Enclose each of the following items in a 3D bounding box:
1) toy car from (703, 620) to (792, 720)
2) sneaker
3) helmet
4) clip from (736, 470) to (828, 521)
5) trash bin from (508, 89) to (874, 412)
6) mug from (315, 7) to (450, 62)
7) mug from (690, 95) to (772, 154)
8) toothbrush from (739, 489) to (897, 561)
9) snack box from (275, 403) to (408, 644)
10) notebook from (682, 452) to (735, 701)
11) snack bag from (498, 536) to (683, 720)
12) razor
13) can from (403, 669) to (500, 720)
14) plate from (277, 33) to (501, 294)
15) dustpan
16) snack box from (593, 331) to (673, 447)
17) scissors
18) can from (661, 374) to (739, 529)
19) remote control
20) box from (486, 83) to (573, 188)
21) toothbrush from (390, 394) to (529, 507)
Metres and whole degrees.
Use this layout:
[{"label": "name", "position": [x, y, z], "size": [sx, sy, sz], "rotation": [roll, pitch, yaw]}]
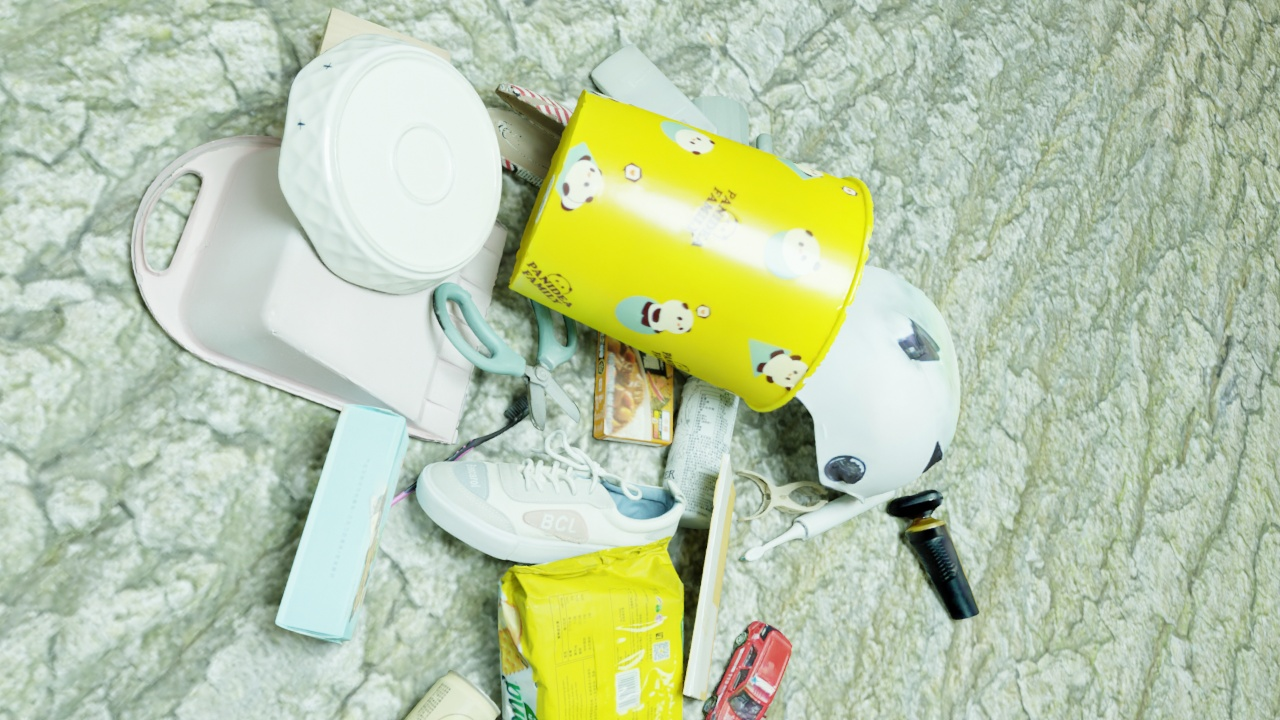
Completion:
[{"label": "toy car", "position": [0.105, 0.310, 0.882], "size": [0.053, 0.045, 0.120], "rotation": [39, 64, -15]}, {"label": "sneaker", "position": [-0.067, 0.118, 0.788], "size": [0.242, 0.089, 0.091], "rotation": [18, 114, -28]}, {"label": "helmet", "position": [0.246, 0.015, 0.929], "size": [0.259, 0.146, 0.228], "rotation": [60, 28, -24]}, {"label": "clip", "position": [0.146, 0.147, 0.953], "size": [0.099, 0.034, 0.066], "rotation": [2, 77, -25]}, {"label": "trash bin", "position": [0.034, -0.103, 0.815], "size": [0.255, 0.230, 0.229], "rotation": [20, 68, -13]}, {"label": "mug", "position": [-0.236, -0.231, 0.806], "size": [0.103, 0.084, 0.125], "rotation": [16, 96, -25]}, {"label": "mug", "position": [0.092, -0.211, 0.983], "size": [0.123, 0.084, 0.103], "rotation": [11, 70, -29]}, {"label": "toothbrush", "position": [0.192, 0.170, 0.977], "size": [0.220, 0.026, 0.026], "rotation": [-18, 76, -32]}, {"label": "snack box", "position": [-0.226, 0.126, 0.709], "size": [0.051, 0.074, 0.174], "rotation": [14, 70, -6]}, {"label": "notebook", "position": [0.066, 0.203, 0.842], "size": [0.010, 0.146, 0.206], "rotation": [7, 69, 12]}, {"label": "snack bag", "position": [-0.033, 0.275, 0.762], "size": [0.157, 0.068, 0.246], "rotation": [-5, 97, -30]}, {"label": "razor", "position": [0.340, 0.221, 1.041], "size": [0.167, 0.062, 0.067], "rotation": [64, 26, -8]}, {"label": "can", "position": [-0.167, 0.305, 0.714], "size": [0.058, 0.059, 0.116], "rotation": [49, 59, -11]}, {"label": "plate", "position": [-0.185, -0.155, 0.729], "size": [0.204, 0.046, 0.205], "rotation": [-7, 99, -54]}, {"label": "dustpan", "position": [-0.265, -0.073, 0.782], "size": [0.273, 0.139, 0.222], "rotation": [39, 57, -49]}, {"label": "snack box", "position": [-0.005, 0.005, 0.903], "size": [0.075, 0.026, 0.153], "rotation": [10, 72, -27]}, {"label": "scissors", "position": [-0.116, -0.021, 0.812], "size": [0.181, 0.019, 0.170], "rotation": [25, 47, -35]}, {"label": "can", "position": [0.058, 0.089, 0.900], "size": [0.058, 0.058, 0.146], "rotation": [23, 67, -24]}, {"label": "remote control", "position": [0.014, -0.262, 0.944], "size": [0.058, 0.021, 0.150], "rotation": [-38, 71, -6]}, {"label": "box", "position": [-0.082, -0.198, 0.894], "size": [0.163, 0.076, 0.087], "rotation": [25, 94, -23]}, {"label": "toothbrush", "position": [-0.163, 0.083, 0.800], "size": [0.188, 0.014, 0.018], "rotation": [-36, 80, -31]}]
